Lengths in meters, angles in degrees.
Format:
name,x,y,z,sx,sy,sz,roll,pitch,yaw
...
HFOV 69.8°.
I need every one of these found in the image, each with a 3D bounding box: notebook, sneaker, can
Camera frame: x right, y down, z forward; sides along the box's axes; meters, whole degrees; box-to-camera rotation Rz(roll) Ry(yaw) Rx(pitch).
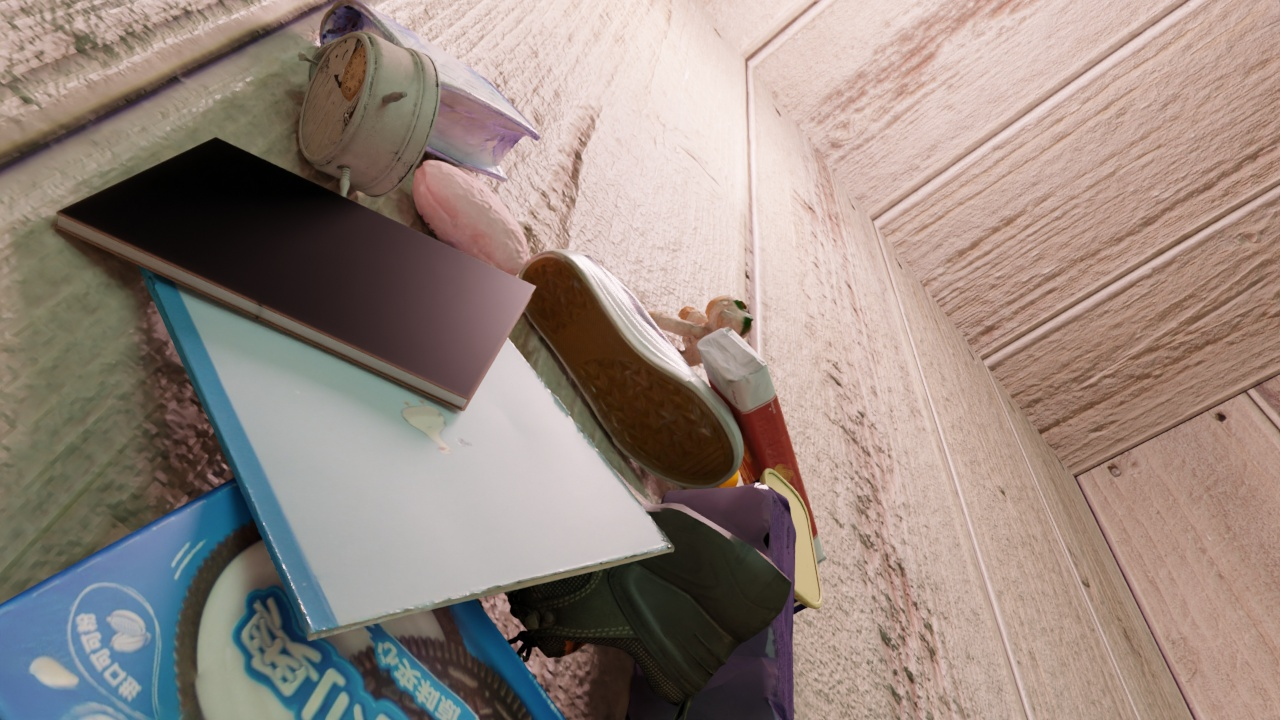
name,x,y,z,sx,sy,sz,roll,pitch,yaw
notebook,-0.169,-0.055,0.497,0.209,0.008,0.141,25,29,-5
sneaker,-0.004,0.004,0.749,0.235,0.088,0.079,49,22,3
can,0.077,0.151,0.690,0.056,0.092,0.116,43,27,-25
notebook,-0.119,0.016,0.446,0.180,0.009,0.253,-2,38,-43
sneaker,-0.050,0.120,0.512,0.238,0.143,0.101,28,-7,19

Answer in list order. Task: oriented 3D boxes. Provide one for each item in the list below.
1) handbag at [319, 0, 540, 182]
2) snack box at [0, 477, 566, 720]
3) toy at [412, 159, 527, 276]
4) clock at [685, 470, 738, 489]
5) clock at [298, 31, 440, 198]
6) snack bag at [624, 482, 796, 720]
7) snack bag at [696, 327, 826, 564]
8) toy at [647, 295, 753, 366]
name,x,y,z,sx,sy,sz,roll,pitch,yaw
handbag,-0.172,-0.218,0.752,0.126,0.069,0.158,50,19,26
snack box,-0.120,0.159,0.358,0.239,0.056,0.195,54,23,-2
toy,-0.129,-0.113,0.710,0.108,0.053,0.105,46,15,-19
clock,0.048,0.067,0.812,0.099,0.044,0.129,-13,76,-64
clock,-0.196,-0.180,0.623,0.061,0.103,0.156,17,29,-44
snack bag,0.045,0.157,0.565,0.204,0.096,0.058,-78,155,-52
snack bag,0.104,0.080,0.778,0.077,0.041,0.225,51,-16,56
toy,0.062,-0.034,0.899,0.085,0.106,0.074,9,71,-48
